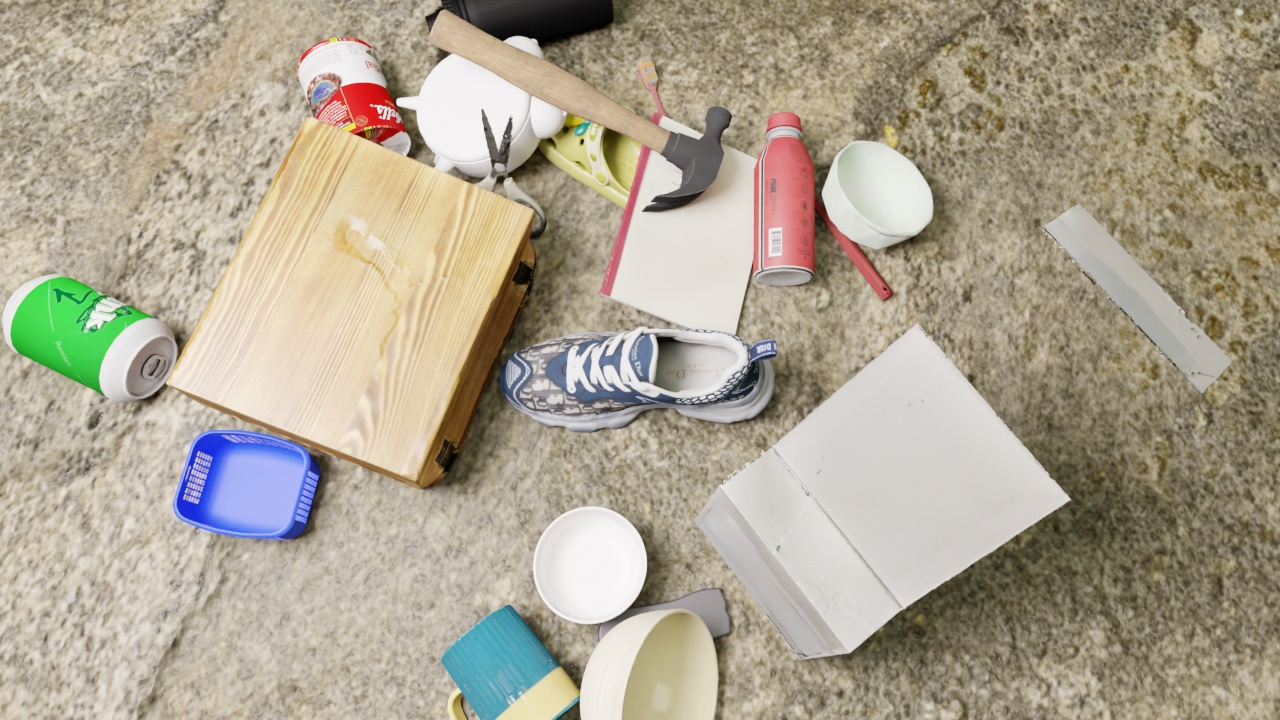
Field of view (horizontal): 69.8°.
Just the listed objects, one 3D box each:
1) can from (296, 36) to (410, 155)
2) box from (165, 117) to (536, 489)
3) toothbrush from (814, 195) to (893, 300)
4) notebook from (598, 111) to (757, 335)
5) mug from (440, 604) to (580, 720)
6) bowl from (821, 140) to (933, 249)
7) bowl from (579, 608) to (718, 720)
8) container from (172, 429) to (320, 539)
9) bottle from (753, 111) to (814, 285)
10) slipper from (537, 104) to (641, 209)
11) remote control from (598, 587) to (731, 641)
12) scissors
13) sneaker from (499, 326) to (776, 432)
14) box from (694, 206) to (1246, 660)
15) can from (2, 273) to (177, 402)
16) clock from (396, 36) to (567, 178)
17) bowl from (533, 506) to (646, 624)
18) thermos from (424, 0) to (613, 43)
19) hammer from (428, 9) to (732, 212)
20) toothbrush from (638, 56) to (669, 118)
[{"bbox_3d":[-0.305,-0.268,0.973,0.086,0.087,0.116,-22,75,-7],"label":"can"},{"bbox_3d":[-0.252,-0.044,0.878,0.245,0.168,0.278,22,73,-1],"label":"box"},{"bbox_3d":[0.208,-0.143,0.976,0.016,0.016,0.190,-31,76,-10],"label":"toothbrush"},{"bbox_3d":[0.053,-0.137,0.947,0.153,0.012,0.208,20,74,-17],"label":"notebook"},{"bbox_3d":[-0.125,0.292,0.813,0.114,0.083,0.107,-46,77,15],"label":"mug"},{"bbox_3d":[0.238,-0.163,0.952,0.117,0.061,0.117,10,60,-18],"label":"bowl"},{"bbox_3d":[-0.002,0.287,0.791,0.075,0.150,0.150,-3,69,35],"label":"bowl"},{"bbox_3d":[-0.367,0.120,0.869,0.114,0.058,0.096,10,73,2],"label":"container"},{"bbox_3d":[0.149,-0.170,0.952,0.062,0.062,0.176,2,79,0],"label":"bottle"},{"bbox_3d":[-0.039,-0.230,0.970,0.190,0.082,0.091,41,79,8],"label":"slipper"},{"bbox_3d":[0.022,0.247,0.859,0.124,0.009,0.046,-12,73,-4],"label":"remote control"},{"bbox_3d":[-0.148,-0.180,0.922,0.155,0.163,0.012,-11,49,31],"label":"scissors"},{"bbox_3d":[-0.005,0.005,0.867,0.269,0.132,0.103,0,75,4],"label":"sneaker"},{"bbox_3d":[0.185,0.095,0.686,0.118,0.480,0.166,-28,74,-37],"label":"box"},{"bbox_3d":[-0.536,-0.022,0.896,0.140,0.088,0.087,24,74,7],"label":"can"},{"bbox_3d":[-0.160,-0.256,0.956,0.161,0.073,0.125,-26,75,9],"label":"clock"},{"bbox_3d":[-0.047,0.192,0.853,0.105,0.054,0.104,1,72,-2],"label":"bowl"},{"bbox_3d":[-0.137,-0.391,1.013,0.198,0.086,0.086,-18,74,-6],"label":"thermos"},{"bbox_3d":[-0.060,-0.252,0.900,0.305,0.040,0.132,24,70,-14],"label":"hammer"},{"bbox_3d":[0.033,-0.254,1.011,0.015,0.016,0.184,-16,75,-12],"label":"toothbrush"}]
